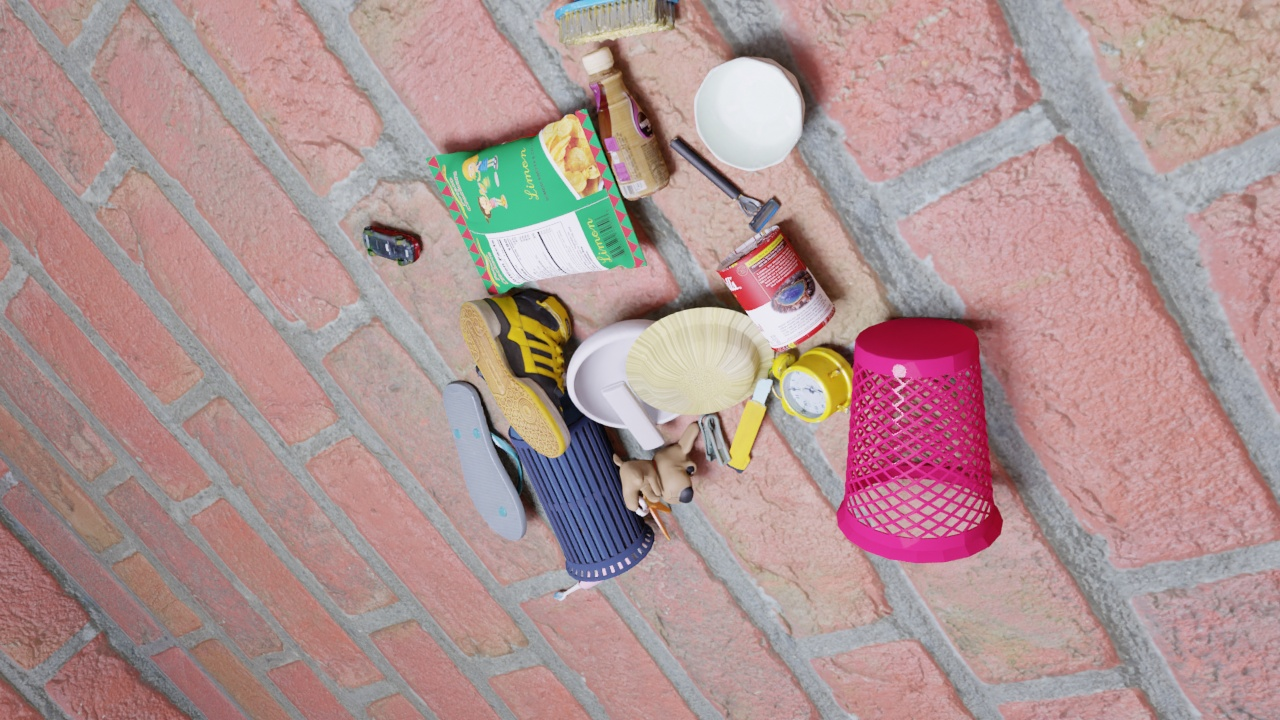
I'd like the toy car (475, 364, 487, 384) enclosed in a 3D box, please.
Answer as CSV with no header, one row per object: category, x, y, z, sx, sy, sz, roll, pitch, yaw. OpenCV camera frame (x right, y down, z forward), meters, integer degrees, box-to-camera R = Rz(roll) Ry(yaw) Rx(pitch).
toy car,-0.199,-0.005,1.316,0.046,0.034,0.112,42,131,-2

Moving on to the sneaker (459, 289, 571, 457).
sneaker,-0.133,0.009,1.215,0.238,0.121,0.086,58,142,11

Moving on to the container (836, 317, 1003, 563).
container,0.308,0.079,1.024,0.183,0.182,0.226,4,114,26

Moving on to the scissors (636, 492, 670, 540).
scissors,0.011,0.201,1.303,0.011,0.128,0.125,-31,85,19

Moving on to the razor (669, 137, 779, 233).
razor,0.091,-0.204,1.043,0.144,0.022,0.043,41,88,4

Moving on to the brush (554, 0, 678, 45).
brush,-0.031,-0.380,0.970,0.136,0.055,0.075,0,98,28

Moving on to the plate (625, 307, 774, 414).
plate,0.075,0.017,1.126,0.184,0.036,0.185,-3,134,-3

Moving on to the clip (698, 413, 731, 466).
clip,0.102,0.107,1.229,0.050,0.023,0.078,33,142,42

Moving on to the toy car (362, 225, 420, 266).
toy car,-0.351,-0.164,1.290,0.091,0.036,0.042,14,126,19

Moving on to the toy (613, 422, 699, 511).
toy,0.027,0.155,1.249,0.105,0.108,0.134,-121,32,-46

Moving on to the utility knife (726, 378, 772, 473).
utility knife,0.142,0.087,1.192,0.030,0.017,0.191,20,141,7

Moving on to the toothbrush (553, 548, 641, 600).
toothbrush,-0.075,0.351,1.490,0.026,0.027,0.223,26,136,-28

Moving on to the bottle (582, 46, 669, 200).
bottle,-0.021,-0.267,1.033,0.060,0.059,0.166,-9,115,32

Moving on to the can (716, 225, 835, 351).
can,0.154,-0.081,1.044,0.087,0.086,0.116,-29,104,38

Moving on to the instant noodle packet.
instant noodle packet,-0.131,-0.184,1.125,0.253,0.090,0.196,-7,117,33

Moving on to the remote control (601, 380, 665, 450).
remote control,-0.008,0.073,1.189,0.033,0.012,0.131,-21,133,14

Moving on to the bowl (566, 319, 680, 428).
bowl,-0.007,0.007,1.182,0.176,0.066,0.177,-3,134,-3

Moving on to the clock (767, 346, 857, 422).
clock,0.203,0.030,1.106,0.119,0.057,0.083,5,118,50

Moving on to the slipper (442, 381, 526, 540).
slipper,-0.240,0.155,1.442,0.098,0.054,0.269,-13,103,36

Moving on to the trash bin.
trash bin,-0.087,0.173,1.309,0.139,0.138,0.250,-8,115,32

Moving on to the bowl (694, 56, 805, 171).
bowl,0.121,-0.264,0.959,0.117,0.061,0.118,14,125,20
